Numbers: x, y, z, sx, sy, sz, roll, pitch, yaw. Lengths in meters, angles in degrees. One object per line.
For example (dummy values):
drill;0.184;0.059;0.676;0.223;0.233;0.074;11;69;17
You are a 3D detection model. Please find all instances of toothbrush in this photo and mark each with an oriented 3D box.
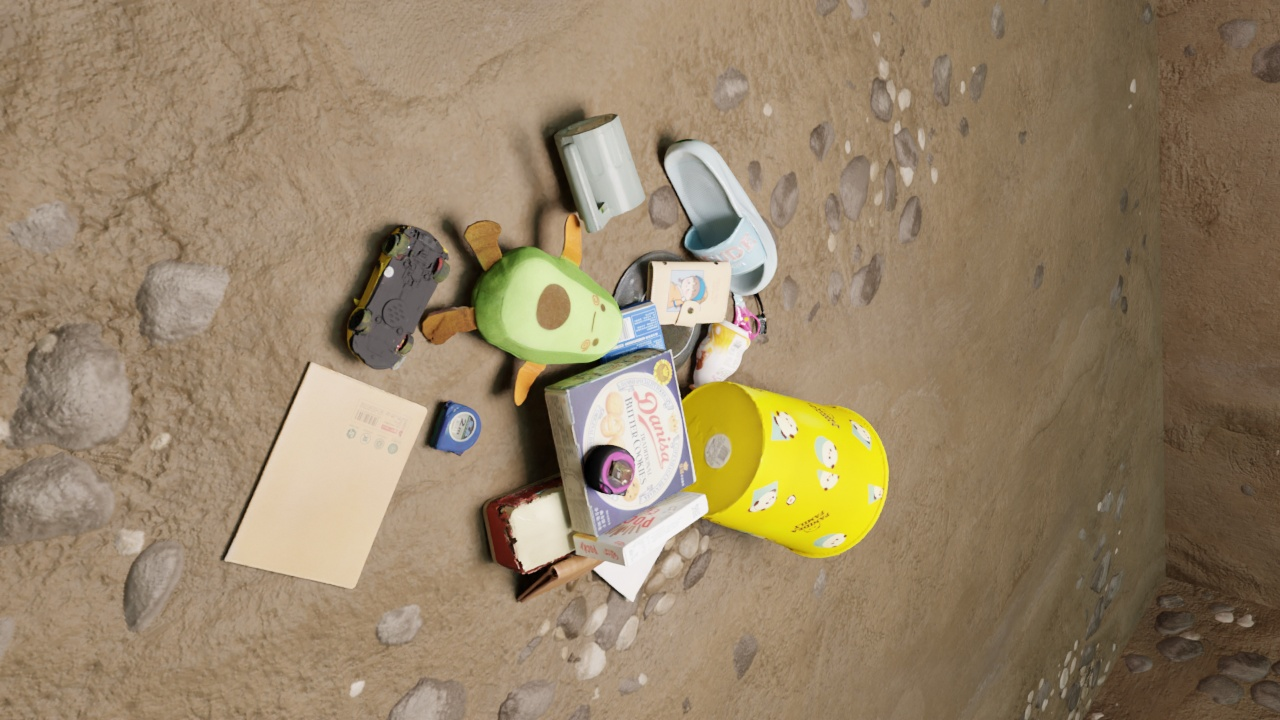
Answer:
toothbrush;0.165;-0.124;1.356;0.016;0.014;0.190;-20;114;-14

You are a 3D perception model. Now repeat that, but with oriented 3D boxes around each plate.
plate;0.029;-0.056;1.231;0.179;0.024;0.179;-11;107;-42

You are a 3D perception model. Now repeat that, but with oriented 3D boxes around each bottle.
bottle;0.108;-0.002;1.293;0.063;0.063;0.108;21;98;-44

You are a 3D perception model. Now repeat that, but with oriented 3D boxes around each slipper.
slipper;0.101;-0.180;1.220;0.074;0.104;0.245;-54;126;-32

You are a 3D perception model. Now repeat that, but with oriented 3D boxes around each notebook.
notebook;-0.317;0.122;0.945;0.147;0.008;0.207;29;79;-43
notebook;0.000;0.208;1.268;0.150;0.012;0.208;49;64;-37

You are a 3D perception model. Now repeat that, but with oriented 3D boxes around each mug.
mug;-0.053;-0.217;1.061;0.123;0.084;0.103;-64;141;-58

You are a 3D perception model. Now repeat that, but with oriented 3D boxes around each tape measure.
tape measure;-0.033;0.124;1.041;0.057;0.039;0.057;27;75;-40
tape measure;-0.207;0.076;1.030;0.054;0.025;0.058;21;88;-46

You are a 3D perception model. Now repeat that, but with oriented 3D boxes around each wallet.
wallet;-0.089;0.262;1.136;0.101;0.116;0.020;-16;69;-40
wallet;0.062;-0.087;1.204;0.115;0.024;0.087;-2;104;-25

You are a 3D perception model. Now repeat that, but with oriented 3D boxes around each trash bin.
trash bin;0.179;0.146;1.285;0.255;0.230;0.229;20;84;-41

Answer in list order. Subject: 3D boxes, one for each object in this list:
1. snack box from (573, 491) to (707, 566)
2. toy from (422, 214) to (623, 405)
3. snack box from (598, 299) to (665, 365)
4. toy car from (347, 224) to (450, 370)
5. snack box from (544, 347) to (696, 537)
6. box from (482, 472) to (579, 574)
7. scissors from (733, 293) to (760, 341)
snack box;0.003;0.198;1.114;0.156;0.085;0.027;-23;108;-45
toy;-0.115;-0.060;1.045;0.246;0.090;0.227;16;97;-41
snack box;-0.007;0.007;1.185;0.084;0.026;0.157;-18;114;-11
toy car;-0.252;-0.066;0.943;0.071;0.041;0.155;32;75;-43
snack box;-0.020;0.093;1.112;0.182;0.046;0.178;-22;107;-41
box;-0.097;0.188;1.114;0.168;0.077;0.091;-17;102;-40
scissors;0.145;-0.086;1.345;0.057;0.017;0.133;-27;114;-26
